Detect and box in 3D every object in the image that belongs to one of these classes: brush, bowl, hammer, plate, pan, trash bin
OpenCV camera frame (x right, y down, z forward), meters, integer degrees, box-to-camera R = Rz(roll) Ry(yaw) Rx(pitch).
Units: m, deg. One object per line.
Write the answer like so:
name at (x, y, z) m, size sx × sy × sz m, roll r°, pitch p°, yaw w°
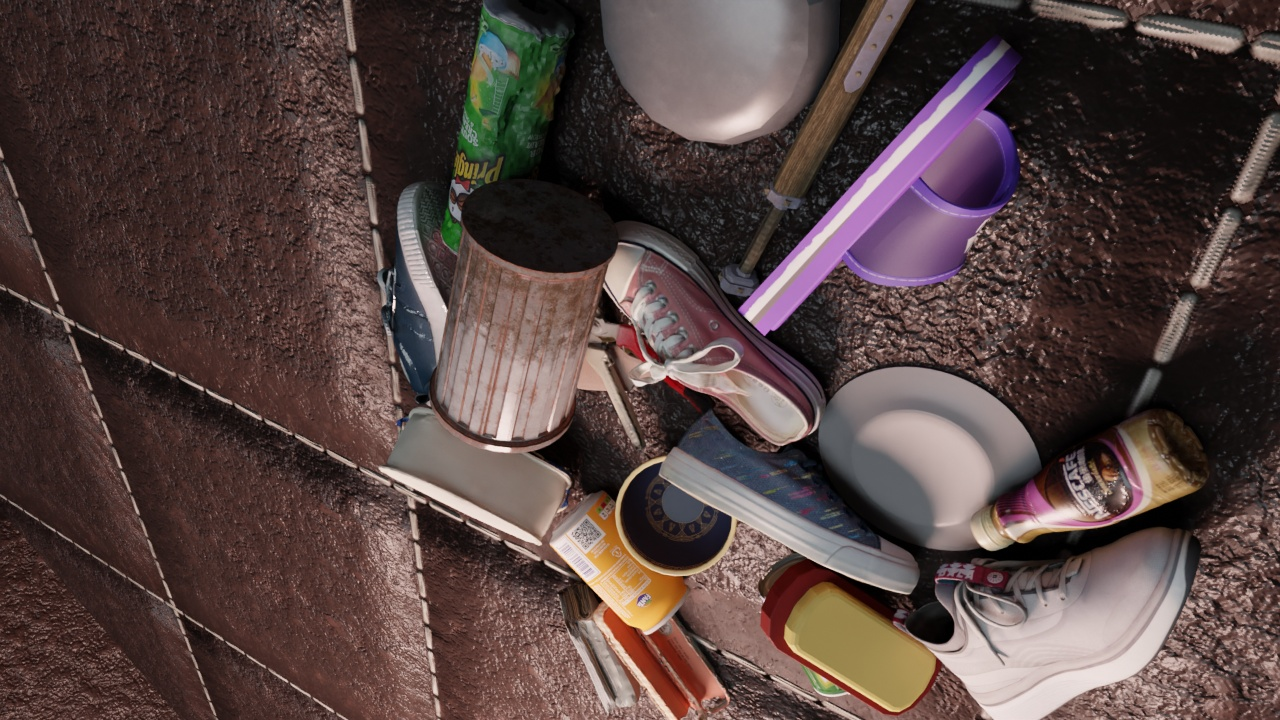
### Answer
brush at (-0.005, 0.005, 0.849) m, size 0.136 × 0.015 × 0.050 m, roll 1°, pitch 119°, yaw 28°
brush at (0.189, 0.247, 0.802) m, size 0.173 × 0.082 × 0.042 m, roll 34°, pitch -179°, yaw -13°
bowl at (0.037, 0.140, 0.869) m, size 0.112 × 0.061 × 0.112 m, roll 1°, pitch 95°, yaw 10°
hammer at (0.124, -0.150, 0.620) m, size 0.147 × 0.028 × 0.318 m, roll 11°, pitch 141°, yaw -12°
plate at (0.227, 0.085, 0.739) m, size 0.178 × 0.012 × 0.179 m, roll 18°, pitch 129°, yaw 24°
pan at (-0.023, -0.289, 0.637) m, size 0.357 × 0.041 × 0.179 m, roll 40°, pitch 134°, yaw 5°
trash bin at (-0.102, -0.028, 0.767) m, size 0.131 × 0.130 × 0.212 m, roll 31°, pitch 132°, yaw 14°

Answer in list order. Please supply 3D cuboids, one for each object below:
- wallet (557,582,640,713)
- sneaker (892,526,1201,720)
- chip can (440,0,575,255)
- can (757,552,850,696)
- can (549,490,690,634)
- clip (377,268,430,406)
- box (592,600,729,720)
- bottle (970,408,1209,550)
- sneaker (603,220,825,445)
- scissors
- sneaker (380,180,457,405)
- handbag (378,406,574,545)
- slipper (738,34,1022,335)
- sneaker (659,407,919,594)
wallet at (-0.049, 0.326, 1.052) m, size 0.132 × 0.054 × 0.100 m, roll 62°, pitch 173°, yaw -17°
sneaker at (0.299, 0.183, 0.695) m, size 0.129 × 0.096 × 0.264 m, roll 32°, pitch 140°, yaw 6°
chip can at (-0.111, -0.185, 0.748) m, size 0.075 × 0.075 × 0.224 m, roll 33°, pitch 133°, yaw 12°
can at (0.166, 0.246, 0.855) m, size 0.067 × 0.067 × 0.121 m, roll -19°, pitch 107°, yaw 42°
can at (-0.022, 0.209, 0.953) m, size 0.142 × 0.078 × 0.079 m, roll 46°, pitch 135°, yaw 0°
clip at (-0.246, -0.020, 0.989) m, size 0.142 × 0.029 × 0.171 m, roll -13°, pitch 111°, yaw 38°
box at (0.026, 0.327, 1.012) m, size 0.187 × 0.083 × 0.043 m, roll 54°, pitch 149°, yaw -11°
bottle at (0.310, 0.094, 0.654) m, size 0.059 × 0.059 × 0.167 m, roll 47°, pitch 135°, yaw -1°
sneaker at (0.040, -0.014, 0.746) m, size 0.241 × 0.087 × 0.119 m, roll 43°, pitch 135°, yaw 10°
scissors at (-0.015, 0.002, 0.832) m, size 0.193 × 0.015 × 0.180 m, roll 19°, pitch 125°, yaw 19°
sneaker at (-0.205, -0.059, 0.878) m, size 0.087 × 0.089 × 0.236 m, roll 7°, pitch 120°, yaw 20°
handbag at (-0.174, 0.123, 0.975) m, size 0.200 × 0.092 × 0.200 m, roll 28°, pitch 159°, yaw -11°
slipper at (0.170, -0.084, 0.599) m, size 0.084 × 0.107 × 0.267 m, roll 44°, pitch 141°, yaw 4°
sneaker at (0.136, 0.118, 0.788) m, size 0.235 × 0.087 × 0.079 m, roll 27°, pitch 89°, yaw 5°
